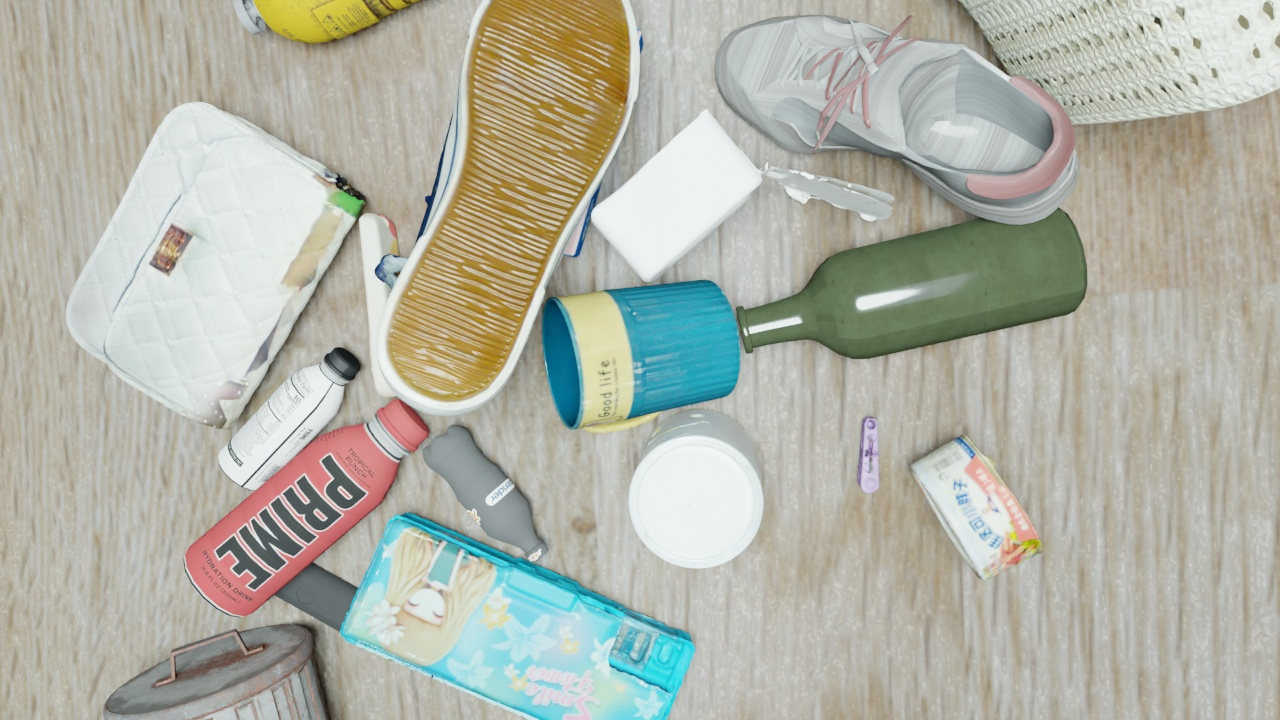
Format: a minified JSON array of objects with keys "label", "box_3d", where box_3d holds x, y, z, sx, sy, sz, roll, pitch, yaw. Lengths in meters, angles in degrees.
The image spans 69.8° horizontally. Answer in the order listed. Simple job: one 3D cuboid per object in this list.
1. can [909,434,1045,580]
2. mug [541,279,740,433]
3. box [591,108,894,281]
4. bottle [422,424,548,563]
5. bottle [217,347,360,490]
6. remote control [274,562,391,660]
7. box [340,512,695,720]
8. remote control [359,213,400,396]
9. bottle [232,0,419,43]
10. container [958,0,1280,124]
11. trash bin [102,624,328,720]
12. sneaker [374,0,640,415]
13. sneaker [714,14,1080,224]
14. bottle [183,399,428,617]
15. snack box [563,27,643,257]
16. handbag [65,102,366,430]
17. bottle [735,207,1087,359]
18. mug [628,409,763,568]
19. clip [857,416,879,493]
[{"label":"can","box_3d":[0.211,0.093,0.581,0.043,0.086,0.086,-32,91,8]},{"label":"mug","box_3d":[-0.003,0.003,0.590,0.107,0.114,0.083,-11,52,-20]},{"label":"box","box_3d":[0.060,-0.106,0.568,0.189,0.111,0.101,-20,95,5]},{"label":"bottle","box_3d":[-0.104,0.094,0.634,0.036,0.036,0.110,-40,90,7]},{"label":"bottle","box_3d":[-0.241,0.038,0.639,0.041,0.041,0.116,45,97,0]},{"label":"remote control","box_3d":[-0.235,0.169,0.663,0.147,0.015,0.033,28,97,2]},{"label":"box","box_3d":[-0.083,0.189,0.629,0.227,0.039,0.094,23,88,0]},{"label":"remote control","box_3d":[-0.175,-0.038,0.628,0.018,0.038,0.125,-4,95,5]},{"label":"bottle","box_3d":[-0.184,-0.255,0.594,0.164,0.071,0.071,-21,93,7]},{"label":"container","box_3d":[0.280,-0.218,0.477,0.185,0.251,0.143,-33,101,4]},{"label":"trash bin","box_3d":[-0.266,0.288,0.620,0.131,0.130,0.211,-13,95,6]},{"label":"sneaker","box_3d":[-0.088,-0.106,0.565,0.120,0.127,0.294,19,80,-9]},{"label":"sneaker","box_3d":[0.143,-0.158,0.539,0.236,0.089,0.099,27,89,20]},{"label":"bottle","box_3d":[-0.222,0.095,0.627,0.176,0.062,0.062,-41,90,-3]},{"label":"snack box","box_3d":[-0.061,-0.153,0.610,0.088,0.033,0.154,18,96,3]},{"label":"handbag","box_3d":[-0.290,-0.065,0.619,0.139,0.072,0.195,32,97,1]},{"label":"bottle","box_3d":[0.165,-0.042,0.581,0.207,0.071,0.071,-13,94,6]},{"label":"mug","box_3d":[0.036,0.078,0.585,0.082,0.106,0.082,0,95,5]},{"label":"clip","box_3d":[0.153,0.063,0.615,0.013,0.033,0.051,2,94,6]}]
